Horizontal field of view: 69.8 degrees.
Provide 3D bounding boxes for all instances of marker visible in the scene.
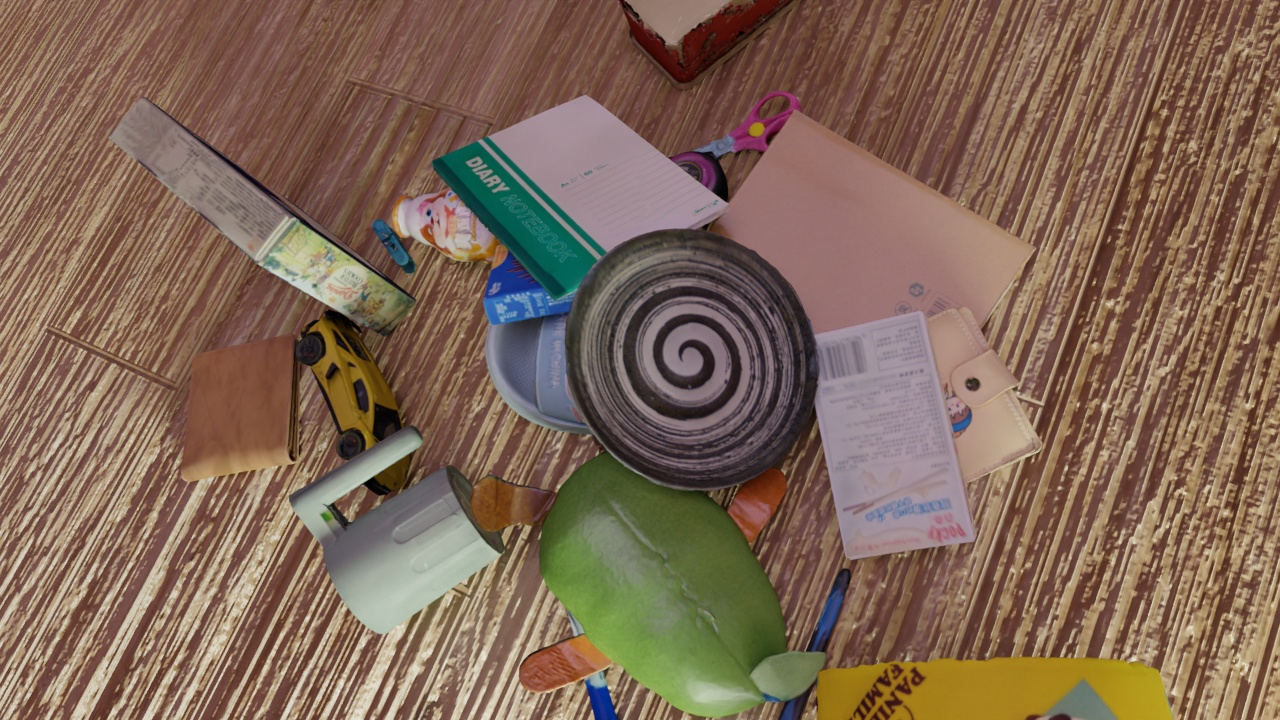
[{"bbox_3d":[-0.043,0.190,0.659,0.017,0.017,0.145,-20,69,6],"label":"marker"}]

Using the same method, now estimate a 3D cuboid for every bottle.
[{"bbox_3d":[-0.148,-0.114,0.755,0.108,0.063,0.063,8,75,16],"label":"bottle"}]

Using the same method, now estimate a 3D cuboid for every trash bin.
[{"bbox_3d":[0.192,0.294,0.471,0.230,0.230,0.254,-4,66,11],"label":"trash bin"}]

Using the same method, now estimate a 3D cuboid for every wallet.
[{"bbox_3d":[0.218,0.026,0.639,0.087,0.024,0.115,-26,76,4],"label":"wallet"},{"bbox_3d":[-0.336,0.039,0.774,0.101,0.020,0.115,-10,68,11],"label":"wallet"}]

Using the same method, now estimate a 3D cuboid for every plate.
[{"bbox_3d":[0.035,-0.002,0.614,0.179,0.024,0.179,4,76,-15],"label":"plate"}]

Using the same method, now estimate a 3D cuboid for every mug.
[{"bbox_3d":[-0.173,0.119,0.664,0.103,0.083,0.124,-32,106,-1],"label":"mug"}]

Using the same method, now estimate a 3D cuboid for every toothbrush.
[{"bbox_3d":[0.105,0.228,0.617,0.014,0.016,0.189,18,75,27],"label":"toothbrush"}]

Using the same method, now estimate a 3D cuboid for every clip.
[{"bbox_3d":[-0.211,-0.099,0.787,0.014,0.043,0.056,-38,69,-4],"label":"clip"}]

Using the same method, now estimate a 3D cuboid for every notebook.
[{"bbox_3d":[-0.053,-0.134,0.709,0.150,0.012,0.209,-29,50,-18],"label":"notebook"},{"bbox_3d":[0.161,-0.078,0.683,0.208,0.008,0.147,34,87,14],"label":"notebook"}]

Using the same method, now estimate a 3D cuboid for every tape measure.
[{"bbox_3d":[0.041,-0.136,0.731,0.057,0.039,0.057,-7,66,14],"label":"tape measure"}]

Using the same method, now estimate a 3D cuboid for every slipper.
[{"bbox_3d":[-0.004,0.004,0.679,0.246,0.074,0.104,7,75,13],"label":"slipper"}]

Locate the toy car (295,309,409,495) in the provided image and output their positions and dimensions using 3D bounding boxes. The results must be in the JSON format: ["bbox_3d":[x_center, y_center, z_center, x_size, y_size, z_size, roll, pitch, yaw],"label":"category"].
[{"bbox_3d":[-0.220,0.033,0.721,0.041,0.071,0.155,-29,71,7],"label":"toy car"}]

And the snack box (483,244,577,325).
[{"bbox_3d":[-0.035,-0.071,0.684,0.157,0.026,0.084,-10,34,6],"label":"snack box"}]

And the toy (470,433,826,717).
[{"bbox_3d":[0.007,0.138,0.618,0.226,0.090,0.246,-39,78,-9],"label":"toy"}]

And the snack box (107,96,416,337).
[{"bbox_3d":[-0.288,-0.105,0.720,0.178,0.182,0.045,36,85,20],"label":"snack box"}]

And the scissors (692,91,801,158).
[{"bbox_3d":[0.071,-0.175,0.750,0.133,0.017,0.057,-21,79,10],"label":"scissors"}]

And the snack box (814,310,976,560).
[{"bbox_3d":[0.168,0.051,0.625,0.085,0.026,0.156,-13,82,22],"label":"snack box"}]

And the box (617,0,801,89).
[{"bbox_3d":[0.070,-0.317,0.762,0.168,0.076,0.091,-39,68,-1],"label":"box"}]
